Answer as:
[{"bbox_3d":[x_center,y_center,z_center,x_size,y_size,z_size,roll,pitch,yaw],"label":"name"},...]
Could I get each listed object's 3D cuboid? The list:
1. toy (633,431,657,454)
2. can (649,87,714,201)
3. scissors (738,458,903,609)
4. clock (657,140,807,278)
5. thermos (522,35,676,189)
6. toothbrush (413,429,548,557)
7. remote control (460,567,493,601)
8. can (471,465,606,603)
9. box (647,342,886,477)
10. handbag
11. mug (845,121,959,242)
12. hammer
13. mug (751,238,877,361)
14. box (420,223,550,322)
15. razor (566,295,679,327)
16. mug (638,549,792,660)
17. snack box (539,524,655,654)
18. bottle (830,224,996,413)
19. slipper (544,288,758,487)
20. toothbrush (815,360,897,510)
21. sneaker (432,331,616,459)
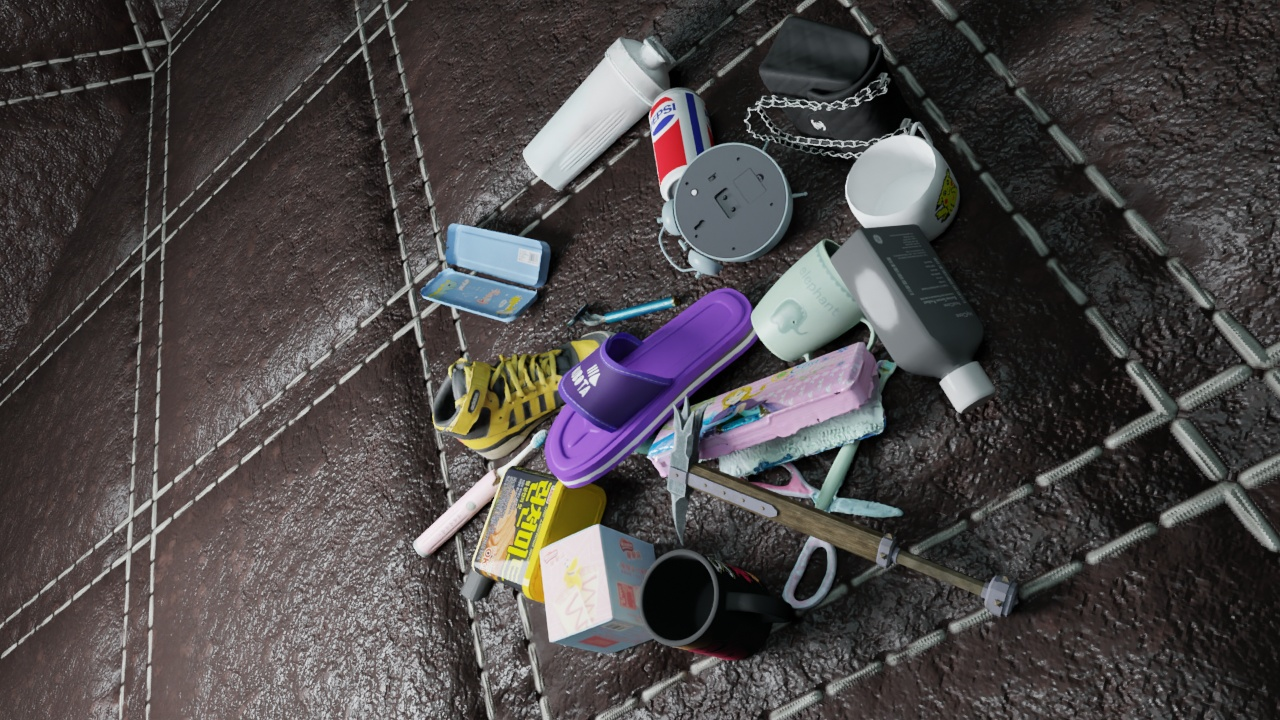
[{"bbox_3d":[0.004,0.052,0.986,0.085,0.033,0.105,-1,64,31],"label":"toy"},{"bbox_3d":[0.051,-0.248,1.068,0.070,0.070,0.132,-24,56,27],"label":"can"},{"bbox_3d":[0.155,0.142,0.839,0.171,0.013,0.176,5,70,36],"label":"scissors"},{"bbox_3d":[0.090,-0.158,0.980,0.159,0.045,0.122,-37,78,17],"label":"clock"},{"bbox_3d":[-0.052,-0.320,1.172,0.221,0.099,0.099,-40,50,21],"label":"thermos"},{"bbox_3d":[-0.187,0.156,1.087,0.223,0.027,0.026,-43,21,14],"label":"toothbrush"},{"bbox_3d":[-0.165,0.204,1.054,0.033,0.015,0.146,19,81,42],"label":"remote control"},{"bbox_3d":[-0.110,0.185,0.985,0.101,0.072,0.130,7,73,42],"label":"can"},{"bbox_3d":[0.122,0.061,0.870,0.231,0.071,0.084,-24,18,34],"label":"box"},{"bbox_3d":[0.192,-0.245,0.904,0.125,0.153,0.114,25,82,38],"label":"handbag"},{"bbox_3d":[0.253,-0.168,0.873,0.094,0.068,0.115,13,77,41],"label":"mug"},{"bbox_3d":[0.159,0.147,0.785,0.317,0.028,0.147,19,116,31],"label":"hammer"},{"bbox_3d":[0.172,-0.041,0.876,0.104,0.084,0.111,-42,77,26],"label":"mug"},{"bbox_3d":[-0.206,-0.116,1.229,0.210,0.043,0.124,17,81,42],"label":"box"},{"bbox_3d":[-0.018,-0.057,1.065,0.144,0.022,0.042,-7,28,31],"label":"razor"},{"bbox_3d":[0.074,0.216,0.806,0.118,0.098,0.081,-8,64,35],"label":"mug"},{"bbox_3d":[-0.037,0.224,0.892,0.080,0.093,0.094,-27,55,25],"label":"snack box"},{"bbox_3d":[0.245,-0.036,0.794,0.046,0.083,0.173,-51,58,46],"label":"bottle"},{"bbox_3d":[-0.005,0.006,0.933,0.266,0.084,0.107,-39,39,-2],"label":"slipper"},{"bbox_3d":[0.195,0.067,0.832,0.022,0.015,0.154,13,72,53],"label":"toothbrush"},{"bbox_3d":[-0.138,0.024,1.049,0.239,0.122,0.086,-36,53,21],"label":"sneaker"}]
